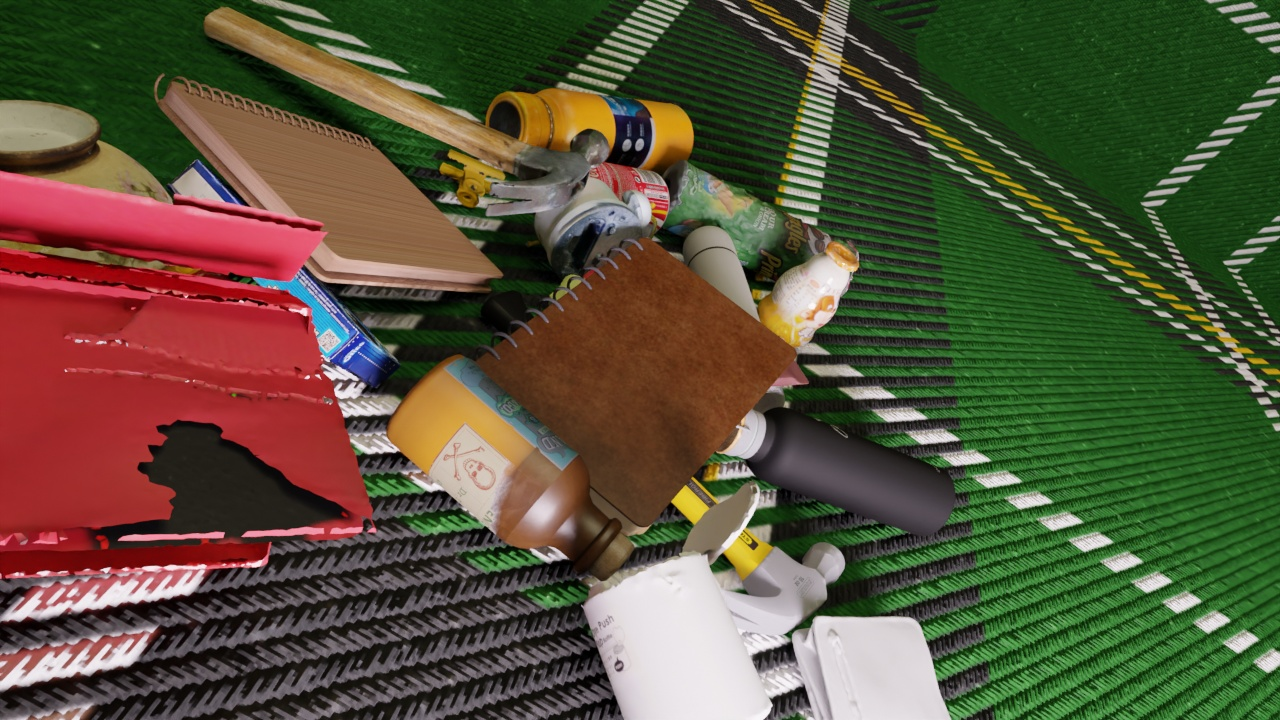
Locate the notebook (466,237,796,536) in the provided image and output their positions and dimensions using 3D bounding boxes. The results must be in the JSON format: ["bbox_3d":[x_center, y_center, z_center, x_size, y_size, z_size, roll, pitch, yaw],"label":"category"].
[{"bbox_3d":[-0.004,0.004,0.661,0.167,0.024,0.224,38,47,10],"label":"notebook"}]

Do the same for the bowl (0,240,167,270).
[{"bbox_3d":[-0.320,-0.093,0.479,0.145,0.063,0.145,8,33,-6],"label":"bowl"}]

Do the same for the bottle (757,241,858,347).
[{"bbox_3d":[0.161,-0.064,0.877,0.063,0.109,0.063,23,37,-19],"label":"bottle"}]

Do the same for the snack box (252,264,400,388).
[{"bbox_3d":[-0.212,-0.050,0.553,0.150,0.027,0.082,44,-9,10],"label":"snack box"}]

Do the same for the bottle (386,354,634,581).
[{"bbox_3d":[-0.072,0.070,0.546,0.157,0.068,0.067,40,34,4],"label":"bottle"}]

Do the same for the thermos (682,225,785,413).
[{"bbox_3d":[0.078,-0.040,0.825,0.052,0.052,0.223,19,38,-26],"label":"thermos"}]

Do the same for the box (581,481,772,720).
[{"bbox_3d":[0.037,0.145,0.524,0.143,0.083,0.137,-11,69,-38],"label":"box"}]

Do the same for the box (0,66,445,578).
[{"bbox_3d":[-0.171,-0.121,0.292,0.215,0.512,0.141,7,29,-38],"label":"box"}]

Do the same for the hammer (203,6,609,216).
[{"bbox_3d":[-0.196,-0.205,0.732,0.330,0.033,0.131,25,43,4],"label":"hammer"}]

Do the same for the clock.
[{"bbox_3d":[-0.034,-0.108,0.779,0.117,0.083,0.057,2,41,-39],"label":"clock"}]

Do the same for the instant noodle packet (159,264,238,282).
[{"bbox_3d":[-0.271,-0.020,0.498,0.098,0.040,0.135,37,35,-3],"label":"instant noodle packet"}]

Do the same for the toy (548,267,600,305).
[{"bbox_3d":[-0.012,-0.040,0.750,0.135,0.045,0.091,-6,54,-38],"label":"toy"}]

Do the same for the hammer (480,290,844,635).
[{"bbox_3d":[0.003,0.065,0.658,0.323,0.029,0.126,44,35,11],"label":"hammer"}]

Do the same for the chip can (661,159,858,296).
[{"bbox_3d":[0.118,-0.132,0.951,0.223,0.076,0.075,22,37,-22],"label":"chip can"}]

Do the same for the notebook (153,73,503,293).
[{"bbox_3d":[-0.199,-0.113,0.625,0.169,0.022,0.210,44,14,11],"label":"notebook"}]

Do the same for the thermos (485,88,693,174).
[{"bbox_3d":[-0.052,-0.224,0.915,0.232,0.092,0.076,-12,88,-48],"label":"thermos"}]

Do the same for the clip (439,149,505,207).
[{"bbox_3d":[-0.143,-0.155,0.783,0.054,0.044,0.049,21,12,-25],"label":"clip"}]

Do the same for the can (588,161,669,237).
[{"bbox_3d":[-0.029,-0.149,0.847,0.104,0.064,0.064,0,49,-42],"label":"can"}]

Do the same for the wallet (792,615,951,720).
[{"bbox_3d":[0.154,0.215,0.617,0.116,0.032,0.086,15,51,-33],"label":"wallet"}]

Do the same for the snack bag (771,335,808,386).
[{"bbox_3d":[0.054,0.005,0.716,0.157,0.013,0.057,-5,46,-25],"label":"snack bag"}]

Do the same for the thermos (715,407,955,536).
[{"bbox_3d":[0.146,0.081,0.735,0.231,0.061,0.061,21,37,-23],"label":"thermos"}]
